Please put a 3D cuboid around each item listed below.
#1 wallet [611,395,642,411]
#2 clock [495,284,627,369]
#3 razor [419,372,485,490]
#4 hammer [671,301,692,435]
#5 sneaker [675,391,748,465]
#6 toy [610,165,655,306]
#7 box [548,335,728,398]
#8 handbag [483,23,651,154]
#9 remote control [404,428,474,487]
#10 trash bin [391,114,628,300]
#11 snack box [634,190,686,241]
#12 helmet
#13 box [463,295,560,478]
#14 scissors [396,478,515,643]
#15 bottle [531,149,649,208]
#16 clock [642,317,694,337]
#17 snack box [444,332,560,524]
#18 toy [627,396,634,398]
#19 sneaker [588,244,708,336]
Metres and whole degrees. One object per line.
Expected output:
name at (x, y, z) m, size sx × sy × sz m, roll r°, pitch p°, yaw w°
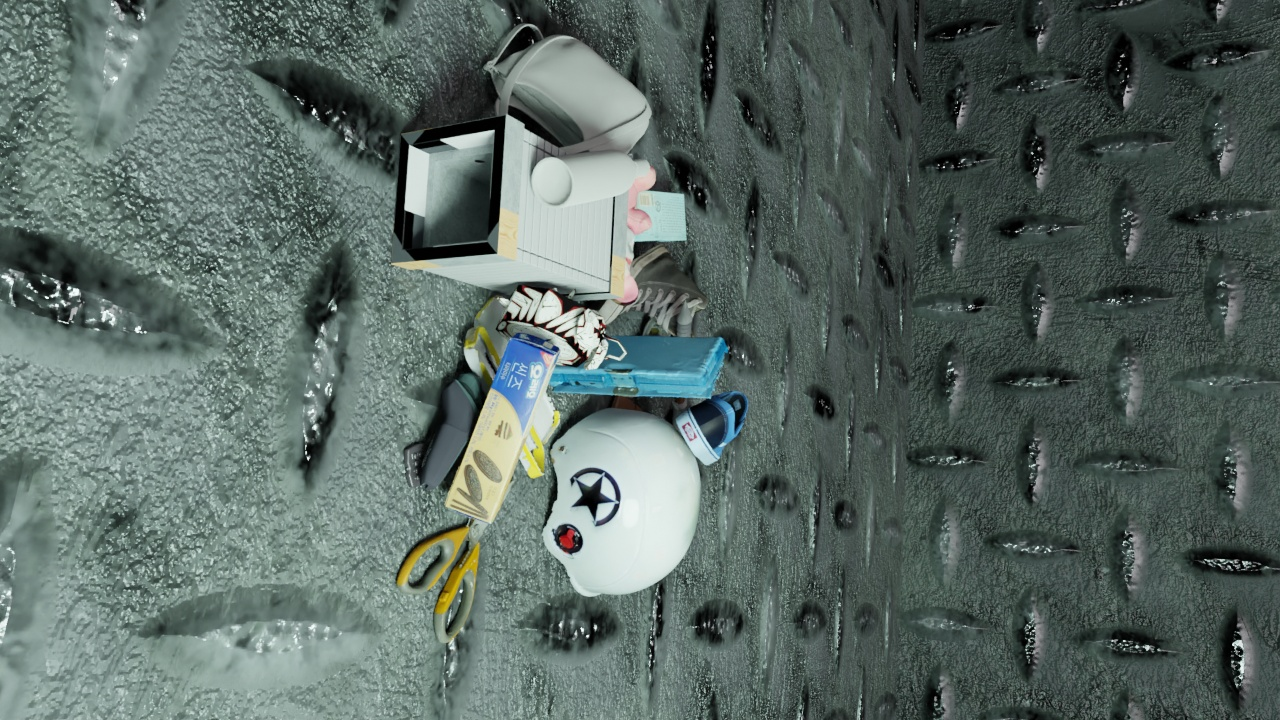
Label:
wallet at (-0.019, 0.109, 1.386) m, size 0.121 × 0.013 × 0.087 m, roll 48°, pitch 54°, yaw -50°
clock at (-0.085, -0.040, 1.064) m, size 0.115 × 0.155 × 0.065 m, roll 86°, pitch 23°, yaw -69°
razor at (-0.209, 0.077, 1.005) m, size 0.052 × 0.047 × 0.142 m, roll 31°, pitch 52°, yaw -16°
hammer at (0.061, 0.037, 1.388) m, size 0.323 × 0.043 × 0.155 m, roll 91°, pitch 21°, yaw -43°
sneaker at (0.113, 0.091, 1.299) m, size 0.083 × 0.098 × 0.241 m, roll 62°, pitch 3°, yaw 8°
toy at (-0.057, -0.177, 1.224) m, size 0.142 × 0.084 × 0.212 m, roll 14°, pitch 69°, yaw -16°
box at (-0.007, 0.007, 1.189) m, size 0.092 × 0.232 × 0.048 m, roll -58°, pitch 140°, yaw -47°
handbag at (-0.109, -0.308, 1.127) m, size 0.216 × 0.096 × 0.221 m, roll 41°, pitch 44°, yaw -1°
remote control at (-0.219, 0.107, 1.032) m, size 0.124 × 0.009 × 0.046 m, roll -17°, pitch 104°, yaw -60°
trash bin at (-0.138, -0.159, 1.046) m, size 0.246 × 0.143 × 0.142 m, roll 13°, pitch 78°, yaw -60°
snack box at (0.010, -0.219, 1.405) m, size 0.174 × 0.053 × 0.075 m, roll -14°, pitch 101°, yaw -59°
helmet at (-0.003, 0.200, 1.253) m, size 0.236 × 0.164 × 0.264 m, roll -1°, pitch 94°, yaw -58°
box at (-0.155, 0.034, 1.125) m, size 0.129 × 0.039 × 0.210 m, roll -75°, pitch 149°, yaw -52°
scissors at (-0.204, 0.202, 1.050) m, size 0.162 × 0.016 × 0.225 m, roll 55°, pitch 43°, yaw -45°
bottle at (-0.044, -0.205, 1.012) m, size 0.194 × 0.053 × 0.052 m, roll -29°, pitch 114°, yaw -58°
clock at (0.044, -0.026, 1.455) m, size 0.147 × 0.056 × 0.104 m, roll -44°, pitch 135°, yaw -52°
snack box at (-0.152, 0.073, 1.016) m, size 0.056 × 0.057 × 0.207 m, roll -84°, pitch -164°, yaw -83°
toy at (-0.004, 0.019, 1.365) m, size 0.102 × 0.050 × 0.093 m, roll -11°, pitch 131°, yaw -19°
sneaker at (0.013, -0.081, 1.324) m, size 0.120 × 0.095 × 0.234 m, roll 47°, pitch 28°, yaw 2°
